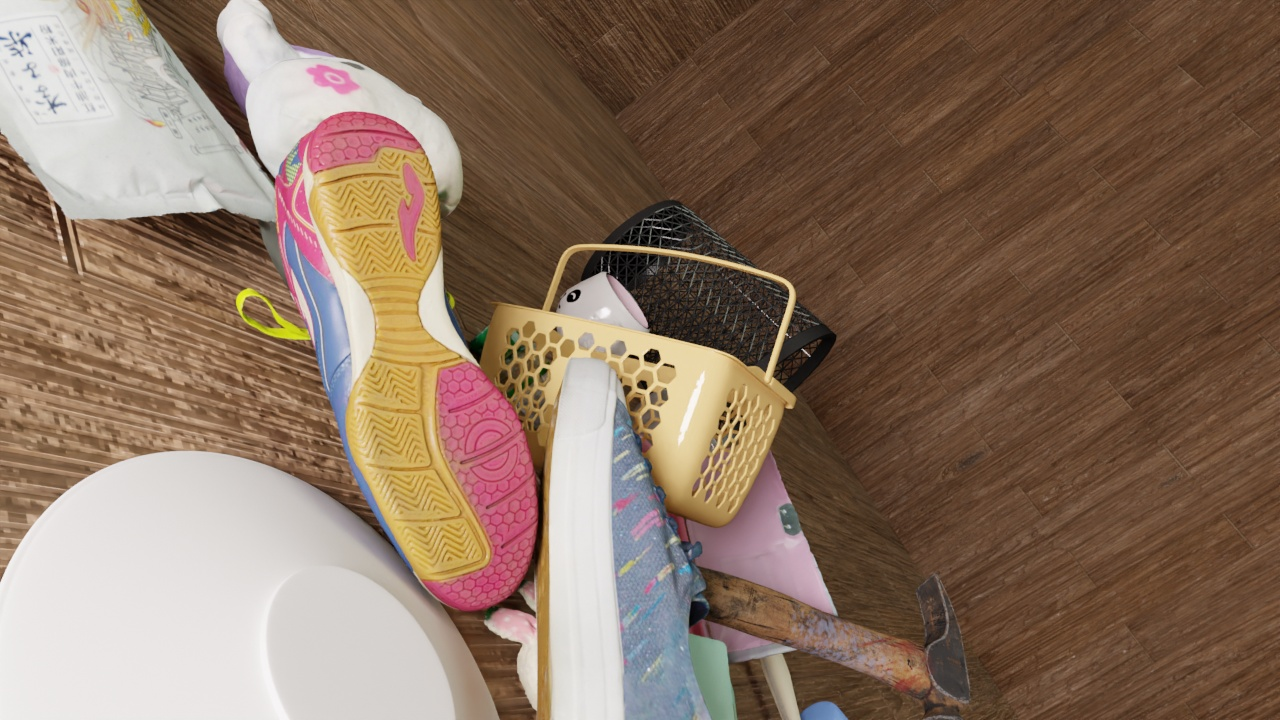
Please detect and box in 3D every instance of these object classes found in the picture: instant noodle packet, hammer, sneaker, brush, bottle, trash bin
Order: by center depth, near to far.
[{"bbox_3d":[-0.285,-0.180,0.442,0.269,0.057,0.146,54,20,2],"label":"instant noodle packet"},{"bbox_3d":[-0.009,0.095,0.442,0.079,0.088,0.235,5,43,-10],"label":"sneaker"},{"bbox_3d":[-0.118,0.005,0.455,0.116,0.091,0.242,-15,89,-46],"label":"sneaker"},{"bbox_3d":[0.049,0.134,0.543,0.330,0.033,0.119,22,42,-12],"label":"hammer"},{"bbox_3d":[-0.082,0.017,0.700,0.110,0.043,0.042,52,12,-8],"label":"bottle"},{"bbox_3d":[0.181,0.345,0.761,0.131,0.048,0.048,51,12,-11],"label":"bottle"},{"bbox_3d":[0.113,0.254,0.769,0.077,0.062,0.271,29,26,-25],"label":"brush"},{"bbox_3d":[0.066,-0.046,1.084,0.243,0.217,0.216,50,11,17],"label":"trash bin"}]

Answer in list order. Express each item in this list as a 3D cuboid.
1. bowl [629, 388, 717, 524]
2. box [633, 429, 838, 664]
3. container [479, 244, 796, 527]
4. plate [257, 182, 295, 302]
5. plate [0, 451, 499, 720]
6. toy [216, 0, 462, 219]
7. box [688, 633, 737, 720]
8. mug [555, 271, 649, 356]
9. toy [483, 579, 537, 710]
[{"bbox_3d":[0.033,0.098,0.852,0.132,0.064,0.131,50,12,-16],"label":"bowl"},{"bbox_3d":[0.033,0.129,0.671,0.172,0.075,0.232,12,27,-11],"label":"box"},{"bbox_3d":[-0.004,0.003,0.599,0.184,0.167,0.129,14,-11,31],"label":"container"},{"bbox_3d":[-0.169,-0.034,0.562,0.173,0.019,0.172,50,12,-16],"label":"plate"},{"bbox_3d":[-0.108,0.121,0.331,0.229,0.030,0.229,50,12,-16],"label":"plate"},{"bbox_3d":[-0.196,-0.153,0.568,0.137,0.085,0.209,26,13,-45],"label":"toy"},{"bbox_3d":[0.034,0.231,0.441,0.138,0.056,0.186,38,36,-41],"label":"box"},{"bbox_3d":[-0.041,-0.031,0.905,0.090,0.076,0.123,49,13,-20],"label":"mug"},{"bbox_3d":[-0.034,0.160,0.477,0.112,0.050,0.087,50,11,13],"label":"toy"}]
